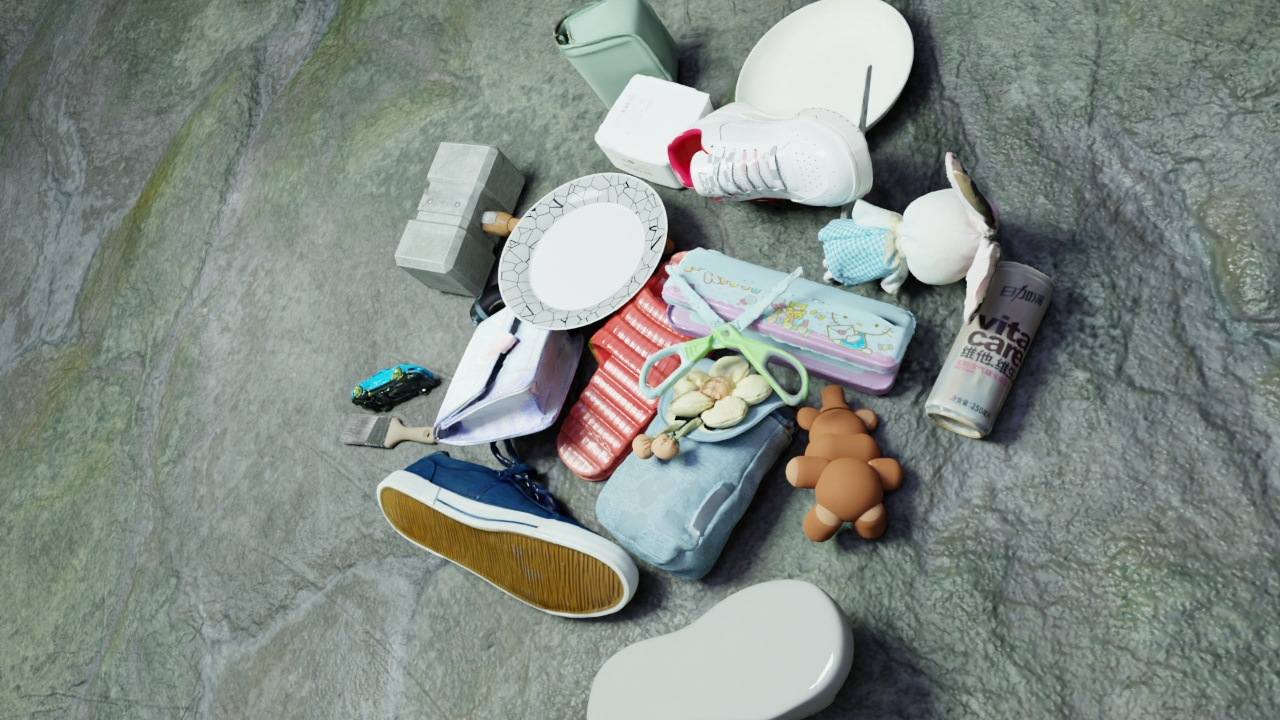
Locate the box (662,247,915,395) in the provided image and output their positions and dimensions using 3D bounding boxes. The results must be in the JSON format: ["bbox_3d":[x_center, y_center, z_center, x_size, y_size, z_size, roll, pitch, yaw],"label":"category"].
[{"bbox_3d":[0.128,-0.039,0.802,0.214,0.065,0.077,19,65,18],"label":"box"}]

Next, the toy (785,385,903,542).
[{"bbox_3d":[0.164,0.083,0.760,0.095,0.065,0.127,1,53,-3],"label":"toy"}]

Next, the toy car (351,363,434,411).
[{"bbox_3d":[-0.285,0.028,1.059,0.105,0.048,0.032,-22,55,23],"label":"toy car"}]

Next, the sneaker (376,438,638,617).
[{"bbox_3d":[-0.111,0.144,0.888,0.295,0.121,0.127,16,37,31],"label":"sneaker"}]

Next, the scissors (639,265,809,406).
[{"bbox_3d":[0.071,-0.022,0.763,0.172,0.021,0.171,-42,65,-1],"label":"scissors"}]

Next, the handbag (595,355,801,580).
[{"bbox_3d":[0.044,0.083,0.792,0.122,0.118,0.191,31,79,35],"label":"handbag"}]

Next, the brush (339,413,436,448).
[{"bbox_3d":[-0.289,0.083,1.058,0.151,0.012,0.038,2,70,32],"label":"brush"}]

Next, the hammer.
[{"bbox_3d":[-0.106,-0.145,1.020,0.318,0.083,0.162,11,75,26],"label":"hammer"}]

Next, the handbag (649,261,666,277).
[{"bbox_3d":[0.032,-0.041,0.915,0.055,0.029,0.119,-5,72,27],"label":"handbag"}]

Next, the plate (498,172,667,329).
[{"bbox_3d":[-0.058,-0.110,0.934,0.189,0.016,0.188,-12,58,20],"label":"plate"}]

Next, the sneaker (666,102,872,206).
[{"bbox_3d":[0.103,-0.178,0.845,0.104,0.090,0.237,-29,33,-18],"label":"sneaker"}]

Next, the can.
[{"bbox_3d":[0.278,-0.008,0.732,0.054,0.054,0.135,23,82,36],"label":"can"}]

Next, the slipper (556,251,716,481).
[{"bbox_3d":[-0.005,0.005,0.878,0.103,0.059,0.249,35,96,27],"label":"slipper"}]

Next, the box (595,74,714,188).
[{"bbox_3d":[0.027,-0.242,1.002,0.107,0.091,0.102,26,79,28],"label":"box"}]

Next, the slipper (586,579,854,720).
[{"bbox_3d":[0.070,0.261,0.733,0.267,0.080,0.112,-33,33,31],"label":"slipper"}]

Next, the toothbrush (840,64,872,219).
[{"bbox_3d":[0.186,-0.180,0.795,0.010,0.182,0.010,-23,54,-11],"label":"toothbrush"}]

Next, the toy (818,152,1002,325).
[{"bbox_3d":[0.233,-0.094,0.777,0.206,0.105,0.131,-3,97,61],"label":"toy"}]

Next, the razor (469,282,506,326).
[{"bbox_3d":[-0.116,-0.060,0.999,0.141,0.064,0.052,-5,31,19],"label":"razor"}]

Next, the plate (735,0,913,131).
[{"bbox_3d":[0.186,-0.281,0.922,0.183,0.034,0.182,-13,63,26],"label":"plate"}]

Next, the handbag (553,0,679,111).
[{"bbox_3d":[-0.022,-0.340,1.019,0.106,0.122,0.067,-8,64,28],"label":"handbag"}]

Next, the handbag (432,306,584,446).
[{"bbox_3d":[-0.137,0.010,0.924,0.127,0.069,0.158,-14,35,22],"label":"handbag"}]
